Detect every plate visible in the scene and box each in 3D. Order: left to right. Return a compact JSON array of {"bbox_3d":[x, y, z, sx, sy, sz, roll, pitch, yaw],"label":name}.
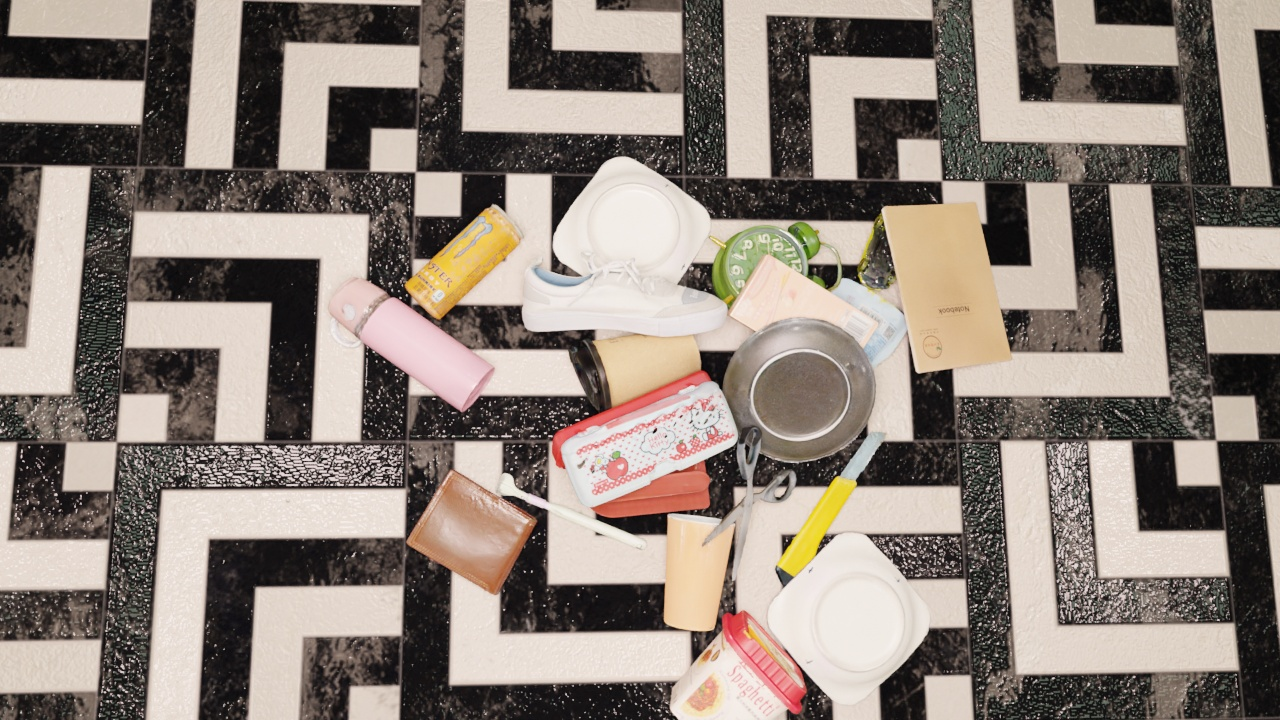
[{"bbox_3d":[-0.009,-0.160,1.125,0.164,0.034,0.163,33,81,2],"label":"plate"},{"bbox_3d":[0.184,0.039,1.063,0.179,0.024,0.179,1,107,4],"label":"plate"},{"bbox_3d":[0.248,0.302,1.066,0.163,0.034,0.164,-43,92,-9],"label":"plate"}]

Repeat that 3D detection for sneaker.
[{"bbox_3d":[-0.020,-0.082,1.069,0.242,0.089,0.091,2,111,5],"label":"sneaker"}]

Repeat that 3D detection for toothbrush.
[{"bbox_3d":[-0.080,0.180,1.077,0.189,0.020,0.029,23,111,-1],"label":"toothbrush"}]

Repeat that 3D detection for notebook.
[{"bbox_3d":[0.379,-0.093,1.131,0.147,0.008,0.207,-6,82,-22],"label":"notebook"}]

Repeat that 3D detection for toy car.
[{"bbox_3d":[0.301,-0.136,1.141,0.048,0.032,0.105,23,80,-9],"label":"toy car"}]

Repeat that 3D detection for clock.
[{"bbox_3d":[0.165,-0.110,1.117,0.161,0.056,0.116,-4,83,-4],"label":"clock"}]

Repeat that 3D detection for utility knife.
[{"bbox_3d":[0.229,0.175,1.098,0.033,0.015,0.223,36,83,-3],"label":"utility knife"}]

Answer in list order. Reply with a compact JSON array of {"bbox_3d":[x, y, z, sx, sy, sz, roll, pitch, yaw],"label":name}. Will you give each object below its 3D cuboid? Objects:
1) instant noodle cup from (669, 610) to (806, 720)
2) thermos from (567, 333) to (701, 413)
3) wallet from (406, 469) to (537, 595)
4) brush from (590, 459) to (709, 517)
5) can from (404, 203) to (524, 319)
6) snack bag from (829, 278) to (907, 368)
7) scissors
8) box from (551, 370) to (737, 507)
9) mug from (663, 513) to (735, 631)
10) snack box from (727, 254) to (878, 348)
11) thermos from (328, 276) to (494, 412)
[{"bbox_3d":[0.104,0.362,1.020,0.124,0.116,0.116,-44,87,3],"label":"instant noodle cup"},{"bbox_3d":[-0.006,0.006,1.076,0.143,0.093,0.093,-16,83,-13],"label":"thermos"},{"bbox_3d":[-0.195,0.198,1.062,0.124,0.032,0.101,30,84,2],"label":"wallet"},{"bbox_3d":[0.006,0.147,1.061,0.146,0.069,0.063,-6,81,-5],"label":"brush"},{"bbox_3d":[-0.209,-0.117,1.093,0.058,0.058,0.146,44,81,3],"label":"can"},{"bbox_3d":[0.239,0.002,1.115,0.110,0.039,0.191,34,83,-5],"label":"snack bag"},{"bbox_3d":[0.125,0.161,1.049,0.159,0.014,0.181,7,84,-42],"label":"scissors"},{"bbox_3d":[0.007,0.094,1.038,0.201,0.096,0.100,-22,71,-16],"label":"box"},{"bbox_3d":[0.062,0.242,1.051,0.078,0.078,0.122,8,86,-3],"label":"mug"},{"bbox_3d":[0.189,-0.049,1.071,0.157,0.026,0.084,31,95,-6],"label":"snack box"},{"bbox_3d":[-0.274,-0.014,1.074,0.198,0.067,0.087,33,110,1],"label":"thermos"}]
